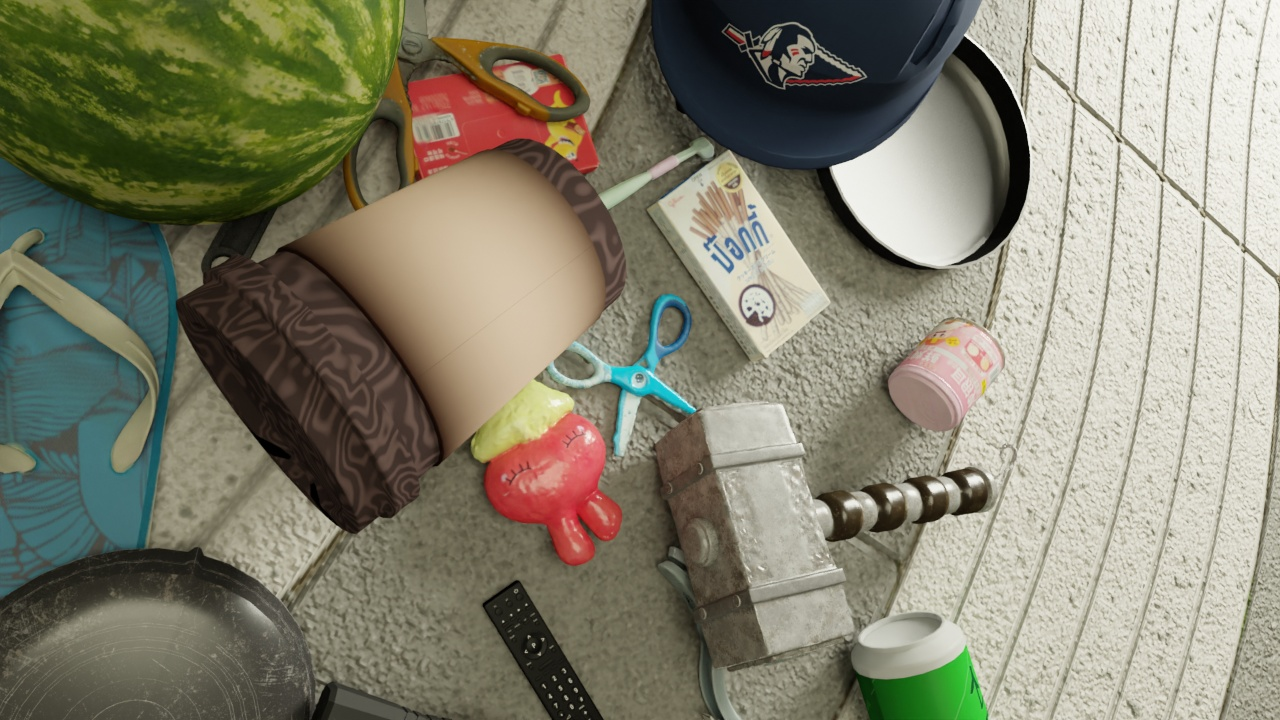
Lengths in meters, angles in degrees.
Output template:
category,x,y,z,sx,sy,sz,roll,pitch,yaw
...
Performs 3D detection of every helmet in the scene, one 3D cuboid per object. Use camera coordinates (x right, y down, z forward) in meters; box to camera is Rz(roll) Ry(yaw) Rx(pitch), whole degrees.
category,x,y,z,sx,sy,sz,roll,pitch,yaw
helmet,0.131,-0.275,0.661,0.232,0.223,0.272,23,100,-5
helmet,-0.256,-0.191,0.494,0.247,0.212,0.244,17,121,-6

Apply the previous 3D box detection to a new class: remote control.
category,x,y,z,sx,sy,sz,roll,pitch,yaw
remote control,-0.063,0.221,0.643,0.030,0.009,0.140,-32,96,-22

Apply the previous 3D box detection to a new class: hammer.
category,x,y,z,sx,sy,sz,roll,pitch,yaw
hammer,0.178,0.115,0.705,0.325,0.080,0.176,-4,69,-28
hammer,-0.056,0.278,0.610,0.328,0.039,0.131,25,74,-22

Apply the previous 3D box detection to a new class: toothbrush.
category,x,y,z,sx,sy,sz,roll,pitch,yaw
toothbrush,-0.006,-0.134,0.706,0.154,0.015,0.022,-33,66,-22

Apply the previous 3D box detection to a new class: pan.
category,x,y,z,sx,sy,sz,roll,pitch,yaw
pan,-0.355,0.186,0.490,0.356,0.040,0.207,21,84,-26
pan,0.187,-0.192,0.781,0.355,0.034,0.225,2,83,-22

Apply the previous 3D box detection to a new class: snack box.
category,x,y,z,sx,sy,sz,roll,pitch,yaw
snack box,0.079,-0.083,0.728,0.081,0.026,0.150,-38,98,-21
snack box,-0.104,-0.166,0.666,0.132,0.021,0.089,-19,91,-23

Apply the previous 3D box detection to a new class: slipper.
category,x,y,z,sx,sy,sz,roll,pitch,yaw
slipper,-0.334,0.013,0.532,0.118,0.060,0.294,0,84,-26

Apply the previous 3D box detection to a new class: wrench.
category,x,y,z,sx,sy,sz,roll,pitch,yaw
wrench,-0.222,-0.171,0.622,0.073,0.018,0.272,27,76,-17

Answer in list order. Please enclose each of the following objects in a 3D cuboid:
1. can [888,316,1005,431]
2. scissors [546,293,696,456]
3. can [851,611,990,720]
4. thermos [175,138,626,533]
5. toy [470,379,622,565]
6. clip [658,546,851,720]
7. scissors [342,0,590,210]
category,x,y,z,sx,sy,sz,roll,pitch,yaw
can,0.255,0.012,0.767,0.076,0.067,0.067,-43,100,-21
scissors,-0.004,0.003,0.693,0.134,0.011,0.139,32,72,-13
can,0.223,0.274,0.712,0.087,0.088,0.140,-18,91,-23
thermos,-0.132,-0.028,0.566,0.225,0.173,0.172,-39,99,-28
toy,-0.064,0.077,0.640,0.091,0.045,0.135,-28,89,-21
clip,0.088,0.219,0.697,0.164,0.032,0.165,0,83,-23
scissors,-0.149,-0.191,0.630,0.225,0.016,0.229,22,73,-15
